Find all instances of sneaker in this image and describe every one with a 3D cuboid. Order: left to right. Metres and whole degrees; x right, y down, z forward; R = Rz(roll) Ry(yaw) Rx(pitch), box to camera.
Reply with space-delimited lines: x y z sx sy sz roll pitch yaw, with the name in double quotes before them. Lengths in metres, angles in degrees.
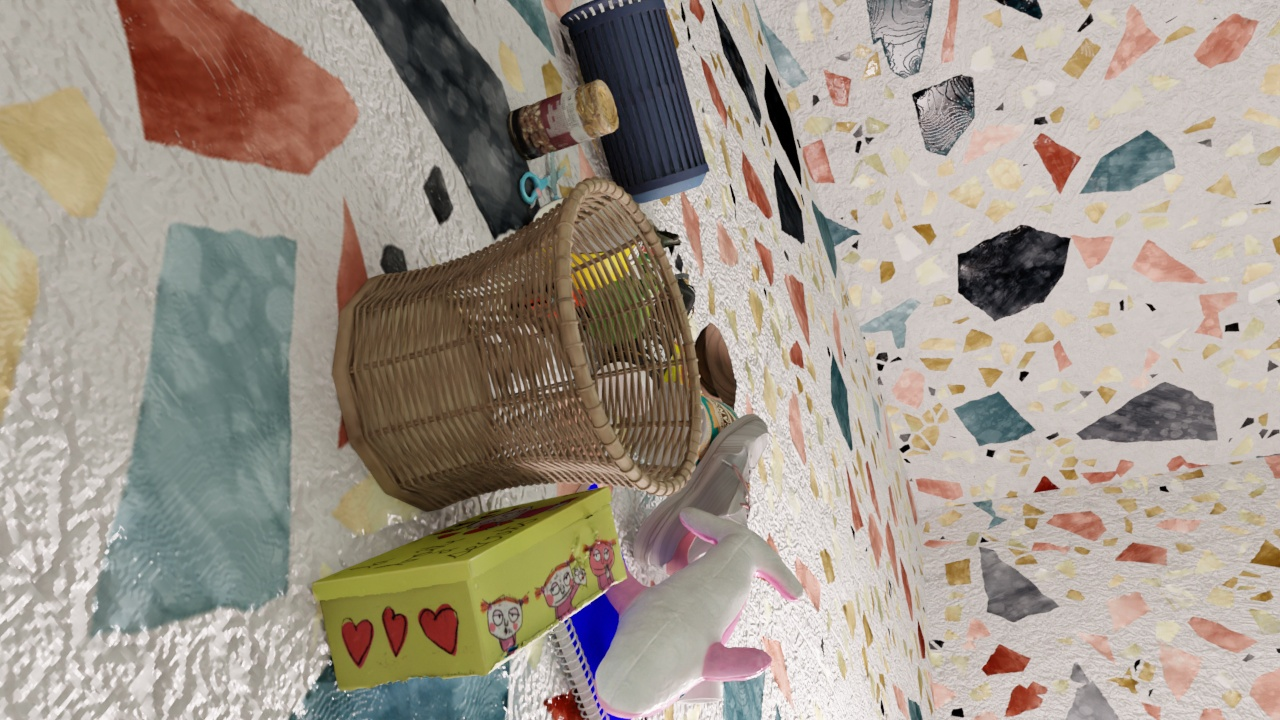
"sneaker" 0.096 0.162 1.052 0.235 0.089 0.099 -45 151 -28

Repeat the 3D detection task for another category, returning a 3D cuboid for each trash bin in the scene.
"trash bin" -0.001 -0.336 1.188 0.139 0.139 0.249 -45 121 -66

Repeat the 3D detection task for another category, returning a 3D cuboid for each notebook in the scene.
"notebook" -0.042 0.247 0.892 0.171 0.022 0.209 -52 125 -66

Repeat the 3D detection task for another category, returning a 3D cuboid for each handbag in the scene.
"handbag" 0.028 -0.052 1.146 0.054 0.129 0.079 26 17 -8

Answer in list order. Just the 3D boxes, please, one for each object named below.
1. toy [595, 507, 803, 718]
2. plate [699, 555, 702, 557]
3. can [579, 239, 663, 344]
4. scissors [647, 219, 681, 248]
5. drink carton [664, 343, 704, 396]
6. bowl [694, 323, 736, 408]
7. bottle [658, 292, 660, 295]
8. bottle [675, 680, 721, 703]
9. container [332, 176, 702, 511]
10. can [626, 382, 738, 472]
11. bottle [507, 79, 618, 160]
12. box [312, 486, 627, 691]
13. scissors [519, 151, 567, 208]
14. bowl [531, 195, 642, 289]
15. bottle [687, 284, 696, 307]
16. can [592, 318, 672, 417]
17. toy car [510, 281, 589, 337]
"toy" 0.039 0.261 0.898 0.264 0.187 0.128 -37 151 -43
"plate" 0.089 0.250 1.210 0.188 0.027 0.188 -13 90 -69
"can" -0.019 -0.087 1.061 0.143 0.083 0.083 -68 140 -56
"scissors" 0.018 -0.147 1.151 0.140 0.015 0.188 82 -17 -44
"drink carton" 0.055 0.026 1.239 0.134 0.043 0.058 38 44 -57
"bowl" 0.094 0.011 1.241 0.119 0.032 0.119 -14 90 -70
"bottle" -0.017 -0.137 1.154 0.043 0.043 0.144 -70 141 -55
"bottle" 0.061 0.297 1.076 0.052 0.053 0.195 42 39 -55
"container" -0.086 0.003 0.679 0.226 0.196 0.227 -13 90 -69
"can" 0.058 0.087 1.129 0.144 0.099 0.099 24 56 -64
"bottle" -0.082 -0.254 0.973 0.056 0.105 0.056 -13 90 -69
"box" -0.107 0.153 0.645 0.220 0.125 0.079 -4 81 -67
"scissors" -0.095 -0.181 1.025 0.118 0.015 0.138 68 28 -22
"bowl" -0.055 -0.117 0.963 0.117 0.117 0.068 -76 170 -50
"bottle" 0.055 -0.084 1.307 0.115 0.041 0.041 -49 123 -65
"can" -0.006 0.006 1.053 0.128 0.072 0.072 -66 137 -58
"toy car" -0.089 -0.058 0.911 0.100 0.051 0.048 36 48 -60
